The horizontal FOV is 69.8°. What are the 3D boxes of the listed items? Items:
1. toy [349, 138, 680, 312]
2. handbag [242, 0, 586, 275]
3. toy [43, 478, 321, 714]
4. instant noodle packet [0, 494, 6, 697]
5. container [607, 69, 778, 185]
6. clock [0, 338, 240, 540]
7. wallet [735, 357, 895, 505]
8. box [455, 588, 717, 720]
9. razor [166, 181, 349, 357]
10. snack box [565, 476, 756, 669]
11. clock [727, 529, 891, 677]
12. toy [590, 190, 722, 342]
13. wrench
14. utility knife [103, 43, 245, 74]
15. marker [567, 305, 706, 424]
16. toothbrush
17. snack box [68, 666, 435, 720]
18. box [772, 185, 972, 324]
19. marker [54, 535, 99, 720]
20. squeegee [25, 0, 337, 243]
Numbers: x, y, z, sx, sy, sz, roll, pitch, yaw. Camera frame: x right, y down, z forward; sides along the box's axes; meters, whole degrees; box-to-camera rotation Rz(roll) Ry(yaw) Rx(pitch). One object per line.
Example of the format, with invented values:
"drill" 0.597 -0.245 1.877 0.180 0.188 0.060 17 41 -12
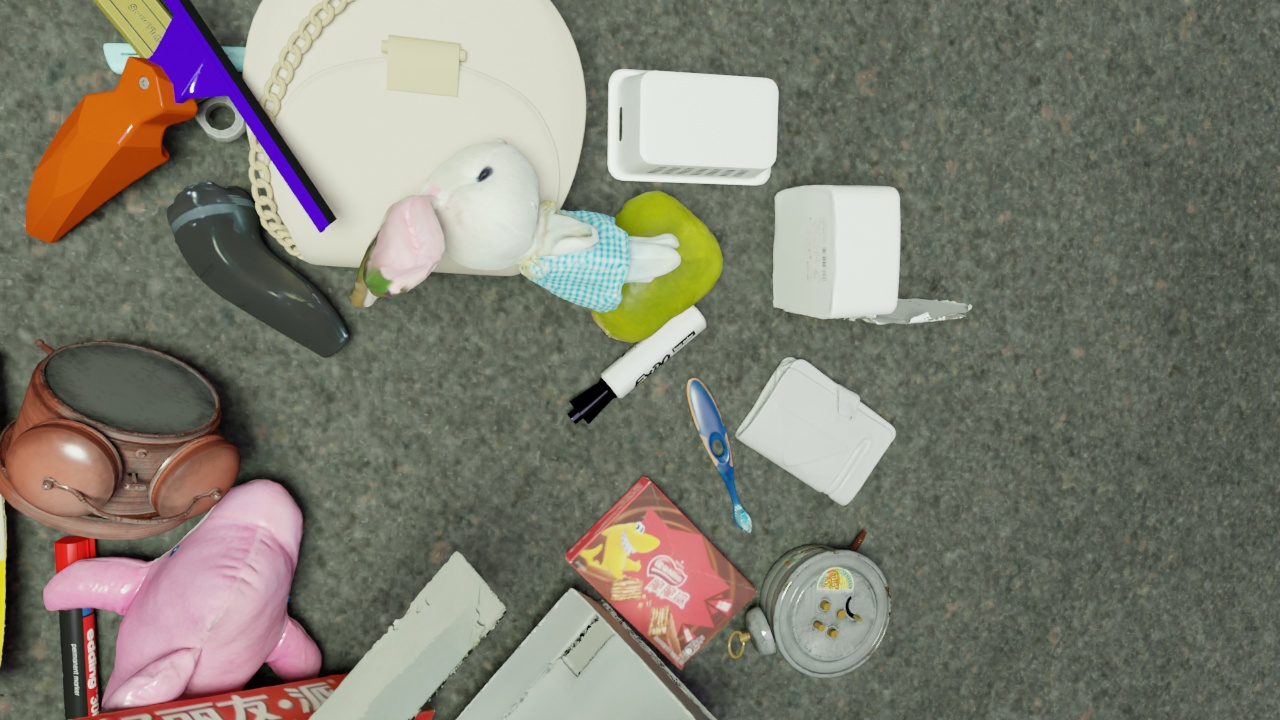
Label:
"toy" -0.067 -0.082 0.557 0.205 0.131 0.105 -1 93 -21
"handbag" -0.146 -0.165 0.611 0.210 0.103 0.209 2 104 -14
"toy" -0.302 0.202 0.590 0.186 0.128 0.265 28 88 -19
"instant noodle packet" -0.483 0.103 0.554 0.163 0.084 0.221 -2 81 -4
"container" 0.043 -0.173 0.673 0.129 0.049 0.081 -1 97 -14
"clock" -0.313 0.052 0.554 0.120 0.157 0.072 12 115 -42
"wallet" 0.144 0.058 0.736 0.116 0.032 0.086 29 91 -16
"box" -0.019 0.286 0.548 0.150 0.369 0.166 42 85 -15
"razor" -0.251 -0.060 0.617 0.140 0.053 0.063 46 52 -21
"snack box" 0.017 0.168 0.722 0.089 0.021 0.133 -45 105 -5
"clock" 0.136 0.204 0.739 0.147 0.056 0.104 -19 101 -13
"toy" 0.005 -0.065 0.676 0.090 0.051 0.110 40 89 -13
"wrench" -0.346 -0.248 0.572 0.083 0.018 0.273 -39 98 -13
"utility knife" -0.283 -0.199 0.607 0.128 0.015 0.022 -5 73 -15
"marker" -0.004 0.004 0.695 0.126 0.025 0.025 -40 104 -7
"toothbrush" 0.064 0.076 0.725 0.021 0.017 0.135 -23 102 -13
"snack box" -0.247 0.270 0.575 0.236 0.060 0.113 17 98 -57
"box" 0.182 -0.070 0.691 0.136 0.109 0.124 -4 99 -13
"marker" -0.382 0.192 0.625 0.023 0.021 0.145 -5 99 -44
"squeegee" -0.319 -0.132 0.555 0.185 0.055 0.249 -35 87 24
